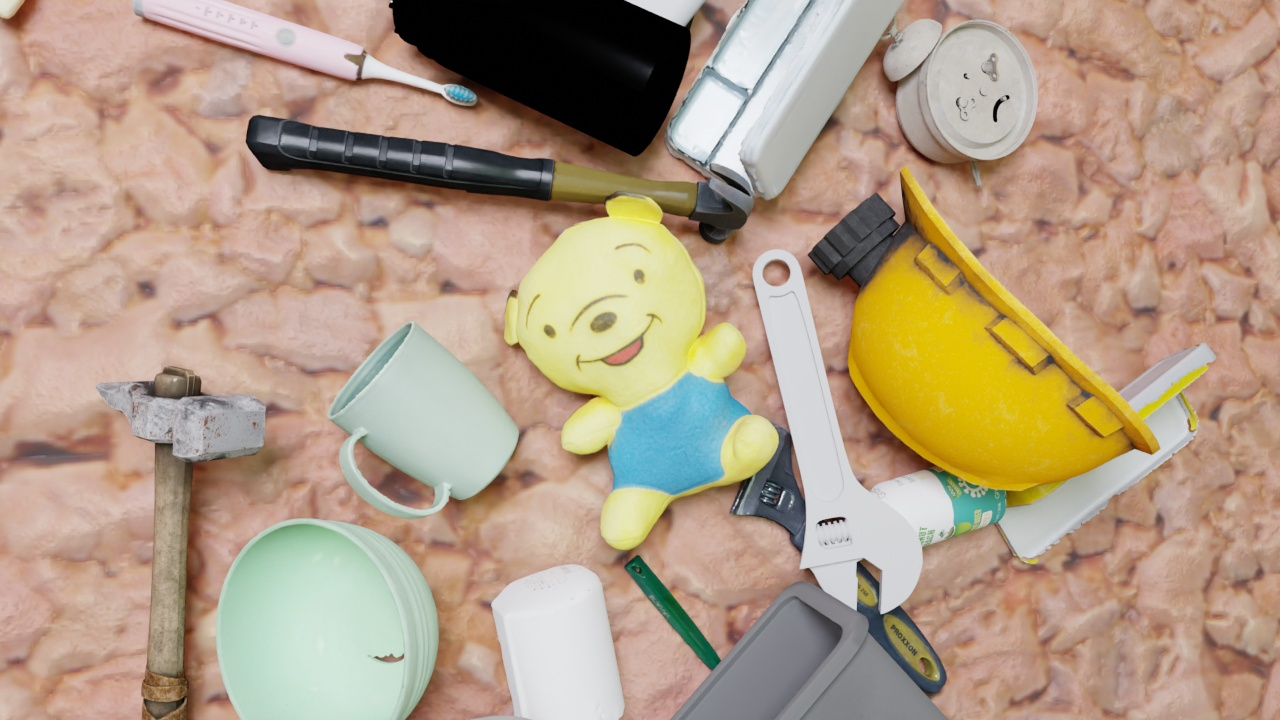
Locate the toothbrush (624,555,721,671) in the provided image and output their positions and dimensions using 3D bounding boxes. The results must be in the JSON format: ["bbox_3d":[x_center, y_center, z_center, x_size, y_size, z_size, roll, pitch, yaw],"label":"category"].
[{"bbox_3d":[0.052,0.220,0.679,0.016,0.017,0.190,-40,98,-10],"label":"toothbrush"}]

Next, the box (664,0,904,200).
[{"bbox_3d":[0.110,-0.218,0.620,0.106,0.127,0.215,31,94,-2],"label":"box"}]

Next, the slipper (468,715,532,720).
[{"bbox_3d":[-0.160,0.286,0.589,0.266,0.080,0.113,-32,113,11],"label":"slipper"}]

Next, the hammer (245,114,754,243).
[{"bbox_3d":[-0.086,-0.124,0.613,0.333,0.118,0.025,7,83,-8],"label":"hammer"}]

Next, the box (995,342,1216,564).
[{"bbox_3d":[0.373,0.070,0.741,0.209,0.057,0.117,-34,135,-13],"label":"box"}]

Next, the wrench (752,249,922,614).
[{"bbox_3d":[0.138,0.048,0.671,0.087,0.018,0.273,-13,84,9],"label":"wrench"}]

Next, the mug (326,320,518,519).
[{"bbox_3d":[-0.143,0.048,0.594,0.104,0.084,0.111,44,47,-20],"label":"mug"}]

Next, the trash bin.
[{"bbox_3d":[0.134,0.303,0.642,0.191,0.098,0.220,-46,109,-10],"label":"trash bin"}]

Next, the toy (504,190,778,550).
[{"bbox_3d":[-0.004,0.004,0.632,0.149,0.084,0.214,-29,94,7],"label":"toy"}]

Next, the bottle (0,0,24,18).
[{"bbox_3d":[-0.355,-0.294,0.575,0.045,0.045,0.184,30,82,-11],"label":"bottle"}]

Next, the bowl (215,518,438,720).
[{"bbox_3d":[-0.185,0.170,0.579,0.151,0.077,0.151,0,89,25],"label":"bowl"}]

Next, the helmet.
[{"bbox_3d":[0.224,0.001,0.653,0.131,0.205,0.255,-43,83,17],"label":"helmet"}]

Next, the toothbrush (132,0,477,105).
[{"bbox_3d":[-0.219,-0.209,0.616,0.222,0.026,0.027,14,97,-13],"label":"toothbrush"}]

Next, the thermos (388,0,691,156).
[{"bbox_3d":[-0.075,-0.215,0.601,0.198,0.086,0.086,27,82,8],"label":"thermos"}]

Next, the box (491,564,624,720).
[{"bbox_3d":[-0.057,0.229,0.626,0.092,0.084,0.166,-15,94,-24],"label":"box"}]

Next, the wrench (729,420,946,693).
[{"bbox_3d":[0.146,0.150,0.700,0.073,0.022,0.273,-43,98,-17],"label":"wrench"}]

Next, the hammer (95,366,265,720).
[{"bbox_3d":[-0.294,0.162,0.569,0.048,0.122,0.319,-3,100,-58],"label":"hammer"}]

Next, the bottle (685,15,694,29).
[{"bbox_3d":[0.031,-0.267,0.677,0.025,0.025,0.106,18,85,-13],"label":"bottle"}]

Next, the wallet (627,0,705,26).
[{"bbox_3d":[-0.010,-0.279,0.649,0.118,0.037,0.115,38,87,2],"label":"wallet"}]

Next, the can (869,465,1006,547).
[{"bbox_3d":[0.224,0.110,0.702,0.101,0.055,0.055,-14,92,-14],"label":"can"}]

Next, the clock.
[{"bbox_3d":[0.232,-0.215,0.708,0.157,0.061,0.103,34,80,-18],"label":"clock"}]
